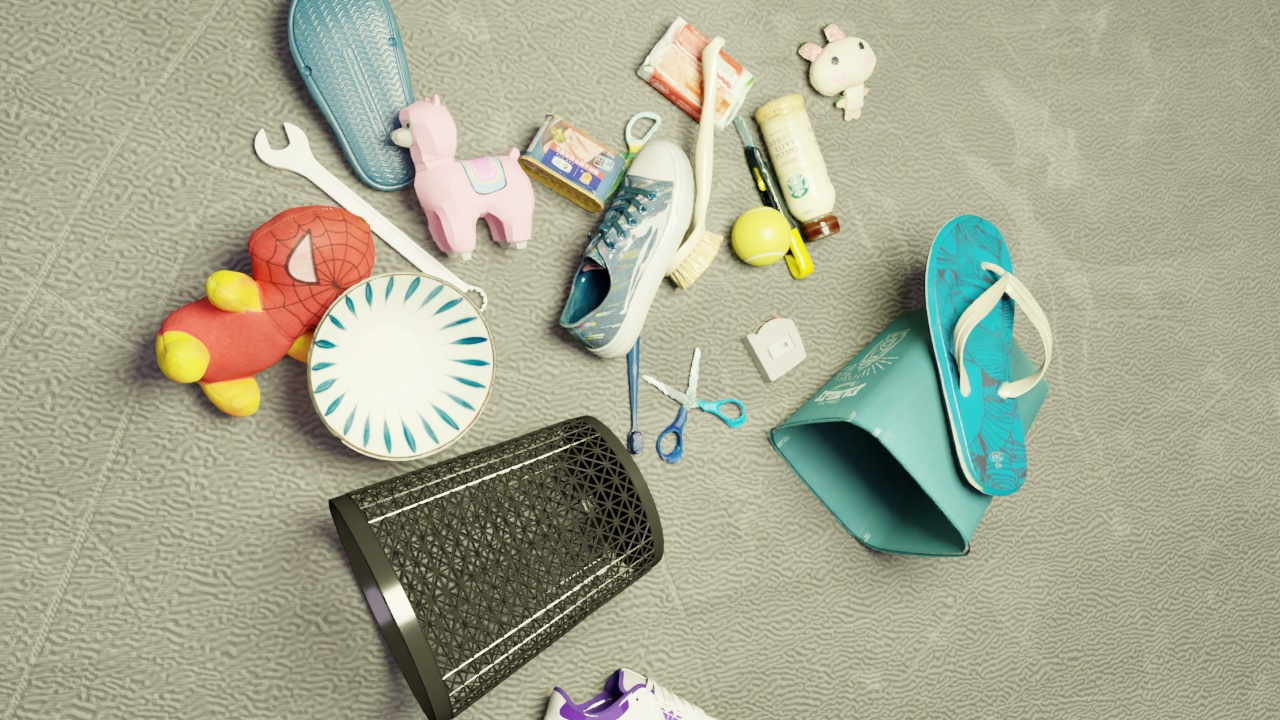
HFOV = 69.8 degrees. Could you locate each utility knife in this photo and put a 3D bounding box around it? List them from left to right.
[{"bbox_3d":[0.147,-0.188,1.039,0.020,0.029,0.203,-24,92,-23],"label":"utility knife"}]

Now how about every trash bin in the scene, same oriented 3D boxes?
[{"bbox_3d":[-0.124,0.173,0.844,0.242,0.217,0.217,-25,94,-24],"label":"trash bin"},{"bbox_3d":[0.300,0.065,0.994,0.199,0.197,0.218,48,68,-10],"label":"trash bin"}]

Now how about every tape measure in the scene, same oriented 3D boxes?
[{"bbox_3d":[0.152,-0.015,1.032,0.062,0.020,0.060,-31,96,-17],"label":"tape measure"}]

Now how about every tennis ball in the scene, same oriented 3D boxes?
[{"bbox_3d":[0.133,-0.137,1.011,0.065,0.065,0.065,1,86,-17],"label":"tennis ball"}]

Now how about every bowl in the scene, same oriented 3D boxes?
[{"bbox_3d":[-0.233,0.002,0.875,0.177,0.071,0.177,-5,99,-31],"label":"bowl"}]

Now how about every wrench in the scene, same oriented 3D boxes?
[{"bbox_3d":[-0.264,-0.138,0.916,0.273,0.009,0.047,40,76,-11],"label":"wrench"}]

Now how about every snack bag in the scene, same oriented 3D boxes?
[{"bbox_3d":[0.063,-0.315,1.016,0.116,0.036,0.077,34,78,-13],"label":"snack bag"}]

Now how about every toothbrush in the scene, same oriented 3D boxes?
[{"bbox_3d":[-0.006,0.006,0.983,0.016,0.017,0.190,0,86,-18],"label":"toothbrush"}]

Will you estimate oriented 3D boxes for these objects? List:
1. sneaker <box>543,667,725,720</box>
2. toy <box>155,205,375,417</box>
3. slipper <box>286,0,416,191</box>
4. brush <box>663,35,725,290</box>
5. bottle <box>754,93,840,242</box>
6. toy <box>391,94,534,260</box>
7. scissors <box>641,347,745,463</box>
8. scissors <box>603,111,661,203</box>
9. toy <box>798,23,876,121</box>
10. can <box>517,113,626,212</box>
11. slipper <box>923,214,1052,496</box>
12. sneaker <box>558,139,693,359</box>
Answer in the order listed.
[{"bbox_3d":[0.012,0.368,0.934,0.244,0.092,0.111,2,77,-17],"label":"sneaker"},{"bbox_3d":[-0.332,-0.057,0.833,0.099,0.148,0.216,37,77,18],"label":"toy"},{"bbox_3d":[-0.275,-0.270,0.897,0.103,0.059,0.214,-20,107,-14],"label":"slipper"},{"bbox_3d":[0.063,-0.210,0.982,0.077,0.062,0.272,9,92,-23],"label":"brush"},{"bbox_3d":[0.181,-0.215,1.035,0.056,0.057,0.162,-21,93,-18],"label":"bottle"},{"bbox_3d":[-0.172,-0.180,0.899,0.123,0.067,0.157,-17,107,-26],"label":"toy"},{"bbox_3d":[0.053,0.054,1.000,0.127,0.014,0.133,32,79,-13],"label":"scissors"},{"bbox_3d":[-0.009,-0.216,0.999,0.125,0.011,0.131,27,82,-12],"label":"scissors"},{"bbox_3d":[0.235,-0.339,1.068,0.087,0.050,0.112,-30,90,-17],"label":"toy"},{"bbox_3d":[-0.071,-0.205,0.954,0.100,0.054,0.059,29,82,-10],"label":"can"},{"bbox_3d":[0.343,-0.016,0.902,0.118,0.060,0.294,5,73,-20],"label":"slipper"},{"bbox_3d":[-0.016,-0.120,0.935,0.079,0.087,0.235,21,87,-48],"label":"sneaker"}]
